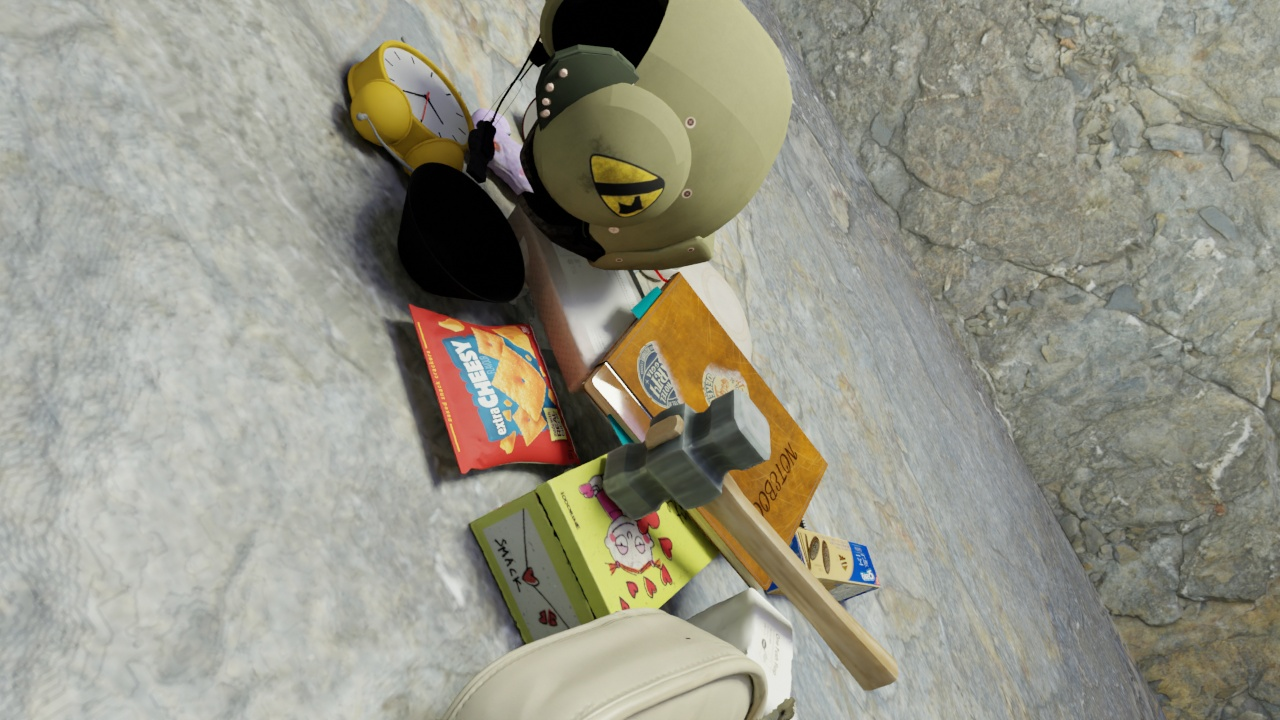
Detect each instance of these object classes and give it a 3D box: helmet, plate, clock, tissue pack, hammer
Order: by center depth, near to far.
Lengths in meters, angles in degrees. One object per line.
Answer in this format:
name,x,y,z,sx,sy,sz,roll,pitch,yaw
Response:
hammer,0.109,0.158,0.709,0.323,0.117,0.051,49,26,-26
helmet,-0.011,-0.183,0.726,0.232,0.256,0.249,33,38,-35
clock,-0.192,-0.208,0.777,0.113,0.052,0.151,41,29,-35
tissue pack,-0.056,-0.057,0.814,0.103,0.071,0.181,-11,71,-35
plate,0.099,-0.067,1.185,0.188,0.027,0.188,42,32,-35

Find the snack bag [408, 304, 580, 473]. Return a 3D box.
snack bag,-0.111,0.024,0.707,0.143,0.039,0.130,7,58,-59

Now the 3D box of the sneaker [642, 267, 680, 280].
sneaker,0.012,-0.222,1.095,0.090,0.104,0.236,1,64,-61

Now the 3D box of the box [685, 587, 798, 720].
box,0.094,0.276,0.751,0.130,0.103,0.109,43,31,-14

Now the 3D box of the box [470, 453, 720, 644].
box,-0.019,0.135,0.718,0.220,0.082,0.124,-12,74,-62

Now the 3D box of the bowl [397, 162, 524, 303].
bowl,-0.153,-0.089,0.726,0.124,0.053,0.123,42,32,-35

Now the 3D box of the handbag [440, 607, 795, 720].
handbag,-0.012,0.246,0.520,0.229,0.132,0.184,25,84,-49

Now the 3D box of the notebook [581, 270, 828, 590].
notebook,0.057,0.056,0.775,0.249,0.014,0.177,51,47,-14

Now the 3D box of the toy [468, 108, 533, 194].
toy,-0.129,-0.203,0.902,0.099,0.037,0.080,35,36,-39

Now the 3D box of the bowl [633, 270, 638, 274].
bowl,-0.025,-0.141,1.014,0.106,0.039,0.106,42,35,-40

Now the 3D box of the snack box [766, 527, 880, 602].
snack box,0.205,0.236,1.048,0.206,0.056,0.057,24,44,-52

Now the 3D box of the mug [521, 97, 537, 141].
mug,-0.077,-0.232,0.998,0.082,0.073,0.105,-2,95,-61

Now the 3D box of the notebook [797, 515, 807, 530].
notebook,0.136,0.121,1.084,0.149,0.016,0.206,23,46,-51
